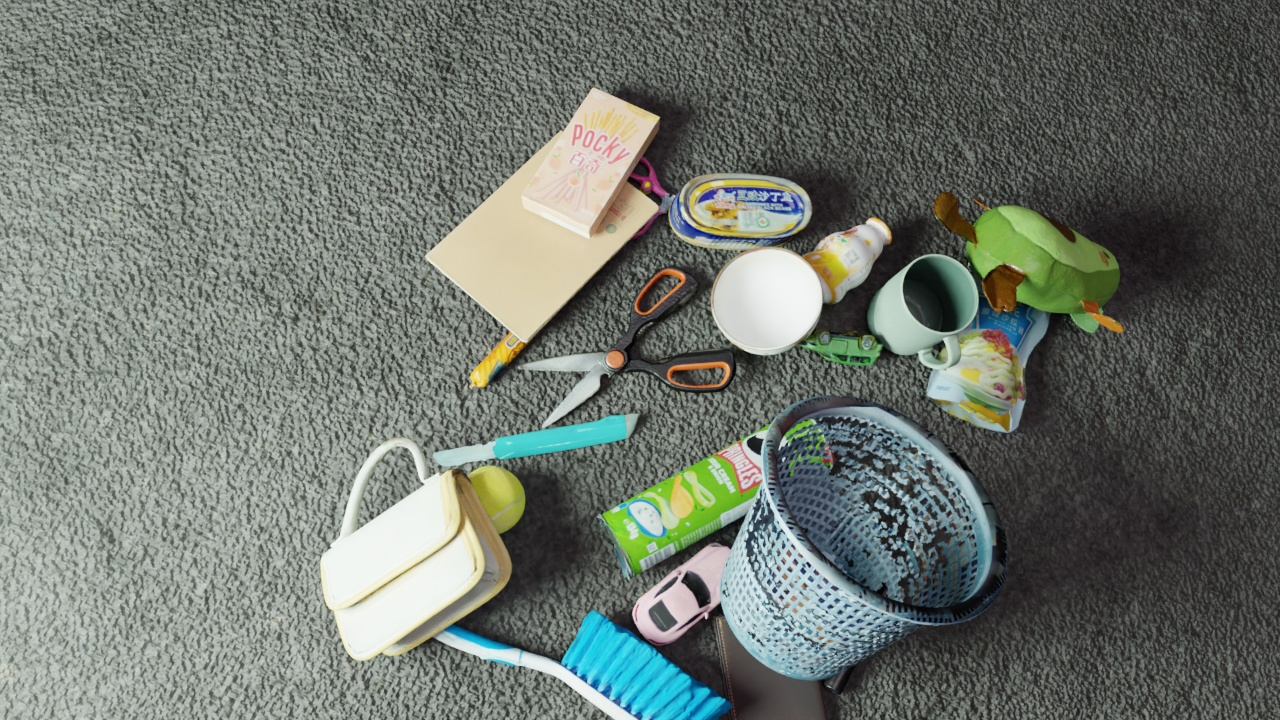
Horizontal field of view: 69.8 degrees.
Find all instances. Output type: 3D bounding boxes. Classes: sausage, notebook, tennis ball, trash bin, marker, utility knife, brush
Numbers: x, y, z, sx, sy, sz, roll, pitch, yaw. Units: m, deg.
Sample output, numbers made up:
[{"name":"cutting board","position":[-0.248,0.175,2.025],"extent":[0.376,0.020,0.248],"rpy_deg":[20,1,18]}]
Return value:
[{"name":"sausage","position":[-0.118,-0.031,0.947],"extent":[0.021,0.021,0.165],"rpy_deg":[41,76,3]},{"name":"notebook","position":[-0.102,-0.135,0.968],"extent":[0.148,0.008,0.207],"rpy_deg":[40,75,14]},{"name":"tennis ball","position":[-0.144,0.135,0.883],"extent":[0.065,0.065,0.065],"rpy_deg":[2,77,-7]},{"name":"trash bin","position":[0.173,0.177,0.825],"extent":[0.226,0.196,0.226],"rpy_deg":[14,43,-14]},{"name":"marker","position":[0.221,0.272,0.921],"extent":[0.022,0.020,0.131],"rpy_deg":[28,74,17]},{"name":"utility knife","position":[-0.103,0.081,0.926],"extent":[0.209,0.013,0.029],"rpy_deg":[-9,105,-10]},{"name":"brush","position":[-0.071,0.281,0.868],"extent":[0.314,0.060,0.109],"rpy_deg":[33,79,4]}]

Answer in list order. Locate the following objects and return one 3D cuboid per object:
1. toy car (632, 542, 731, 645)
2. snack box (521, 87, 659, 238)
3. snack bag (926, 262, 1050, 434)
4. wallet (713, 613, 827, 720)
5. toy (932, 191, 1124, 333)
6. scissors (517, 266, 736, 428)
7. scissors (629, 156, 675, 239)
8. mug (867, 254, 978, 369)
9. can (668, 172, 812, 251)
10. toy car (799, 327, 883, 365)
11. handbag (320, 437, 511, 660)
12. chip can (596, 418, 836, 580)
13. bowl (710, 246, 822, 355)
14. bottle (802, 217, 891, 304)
[{"name":"toy car","position":[0.048,0.228,0.901],"extent":[0.122,0.037,0.056],"rpy_deg":[-36,85,-14]},{"name":"snack box","position":[-0.052,-0.212,0.977],"extent":[0.084,0.026,0.157],"rpy_deg":[26,72,10]},{"name":"snack bag","position":[0.384,-0.022,1.001],"extent":[0.110,0.039,0.190],"rpy_deg":[23,72,4]},{"name":"wallet","position":[0.128,0.306,0.902],"extent":[0.096,0.020,0.122],"rpy_deg":[-8,79,-4]},{"name":"toy","position":[0.412,-0.102,0.952],"extent":[0.246,0.090,0.226],"rpy_deg":[6,43,-35]},{"name":"scissors","position":[-0.008,-0.012,0.960],"extent":[0.221,0.022,0.221],"rpy_deg":[14,74,2]},{"name":"scissors","position":[0.024,-0.167,1.001],"extent":[0.133,0.017,0.128],"rpy_deg":[36,74,-1]},{"name":"mug","position":[0.295,-0.042,0.957],"extent":[0.082,0.106,0.111],"rpy_deg":[-19,80,-12]},{"name":"can","position":[0.107,-0.160,0.984],"extent":[0.148,0.049,0.074],"rpy_deg":[1,81,-12]},{"name":"toy car","position":[0.210,-0.016,0.973],"extent":[0.091,0.043,0.036],"rpy_deg":[10,98,-13]},{"name":"handbag","position":[-0.224,0.164,0.842],"extent":[0.163,0.063,0.178],"rpy_deg":[-34,70,10]},{"name":"chip can","position":[0.076,0.130,0.909],"extent":[0.235,0.072,0.072],"rpy_deg":[-27,82,-12]},{"name":"bowl","position":[0.134,-0.055,0.956],"extent":[0.113,0.062,0.113],"rpy_deg":[-5,72,14]},{"name":"bottle","position":[0.220,-0.109,0.986],"extent":[0.108,0.063,0.063],"rpy_deg":[-38,84,-14]}]
